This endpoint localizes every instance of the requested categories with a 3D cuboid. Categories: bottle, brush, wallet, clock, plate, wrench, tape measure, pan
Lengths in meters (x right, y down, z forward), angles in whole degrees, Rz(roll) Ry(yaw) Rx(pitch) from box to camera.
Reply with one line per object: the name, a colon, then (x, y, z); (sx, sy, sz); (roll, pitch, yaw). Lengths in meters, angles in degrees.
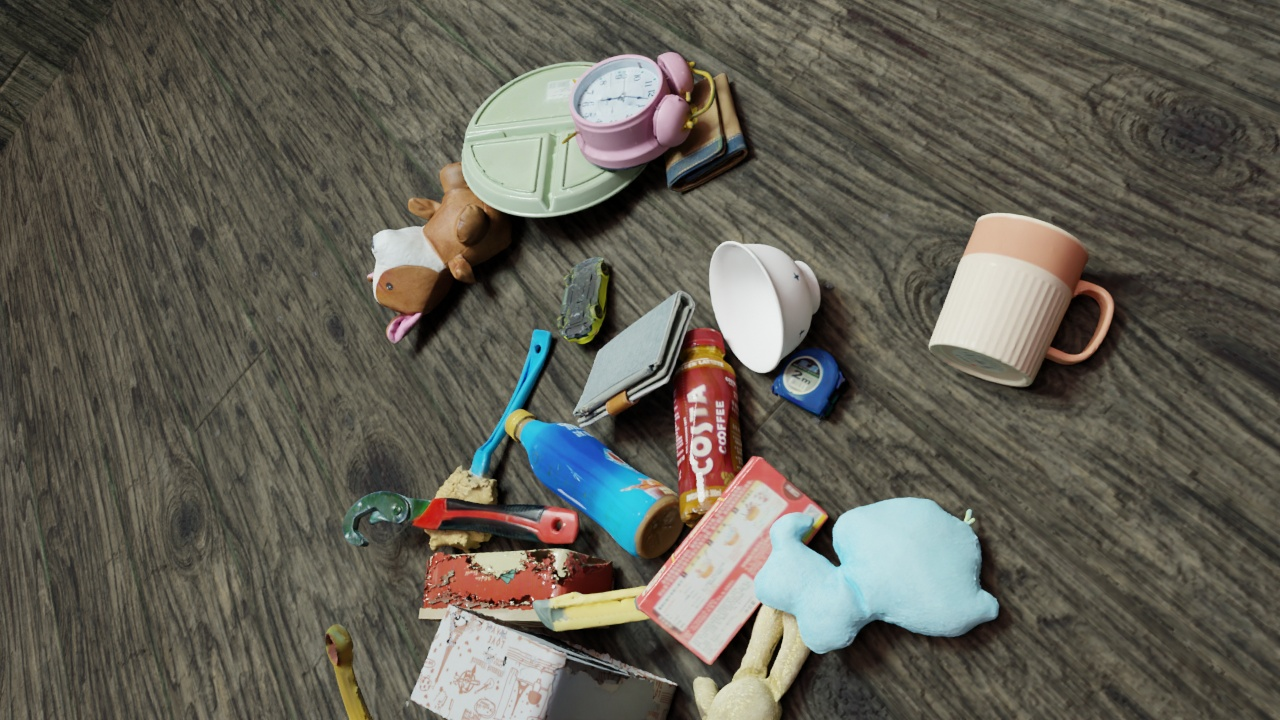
bottle: (-0.053, 0.103, 0.852); (0.219, 0.065, 0.065); (30, 87, 39)
brush: (-0.150, 0.083, 0.952); (0.083, 0.046, 0.254); (11, 71, 41)
wallet: (-0.005, 0.005, 0.848); (0.130, 0.037, 0.106); (-33, 28, 45)
clock: (0.000, -0.261, 0.942); (0.159, 0.060, 0.117); (-4, 58, 15)
plate: (-0.092, -0.253, 1.019); (0.230, 0.027, 0.229); (-6, 57, 8)
wrench: (-0.180, 0.156, 0.896); (0.274, 0.016, 0.056); (-4, 73, 24)
bottle: (0.059, 0.056, 0.802); (0.058, 0.057, 0.174); (-17, 60, 27)
wallet: (0.062, -0.240, 0.959); (0.090, 0.033, 0.115); (-24, 53, 25)
tape measure: (0.146, 0.018, 0.781); (0.058, 0.025, 0.054); (30, 85, 36)
pan: (-0.169, 0.362, 0.694); (0.198, 0.078, 0.357); (-4, 97, 50)

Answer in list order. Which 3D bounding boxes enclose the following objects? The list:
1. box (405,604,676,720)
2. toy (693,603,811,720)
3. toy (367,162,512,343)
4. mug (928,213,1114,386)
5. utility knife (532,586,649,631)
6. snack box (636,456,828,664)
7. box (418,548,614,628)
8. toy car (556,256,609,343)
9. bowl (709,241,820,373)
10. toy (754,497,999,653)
box: (-0.041, 0.294, 0.683); (0.134, 0.179, 0.270); (-47, 50, 4)
toy: (0.082, 0.252, 0.690); (0.105, 0.066, 0.157); (18, 65, 36)
toy: (-0.246, -0.125, 1.066); (0.200, 0.130, 0.140); (-42, 46, 24)
mug: (0.286, -0.038, 0.683); (0.114, 0.081, 0.106); (24, 84, 10)
utility knife: (0.015, 0.193, 0.747); (0.204, 0.021, 0.031); (-9, 86, -5)
snack box: (0.073, 0.157, 0.727); (0.075, 0.025, 0.153); (40, 86, -3)
box: (-0.113, 0.201, 0.832); (0.169, 0.091, 0.076); (-10, 67, 31)
toy car: (-0.055, -0.062, 0.956); (0.048, 0.032, 0.105); (-18, 48, 28)
bowl: (0.117, -0.054, 0.801); (0.064, 0.118, 0.118); (-18, 49, -20)
toy: (0.175, 0.153, 0.675); (0.156, 0.050, 0.161); (-48, 60, -1)
